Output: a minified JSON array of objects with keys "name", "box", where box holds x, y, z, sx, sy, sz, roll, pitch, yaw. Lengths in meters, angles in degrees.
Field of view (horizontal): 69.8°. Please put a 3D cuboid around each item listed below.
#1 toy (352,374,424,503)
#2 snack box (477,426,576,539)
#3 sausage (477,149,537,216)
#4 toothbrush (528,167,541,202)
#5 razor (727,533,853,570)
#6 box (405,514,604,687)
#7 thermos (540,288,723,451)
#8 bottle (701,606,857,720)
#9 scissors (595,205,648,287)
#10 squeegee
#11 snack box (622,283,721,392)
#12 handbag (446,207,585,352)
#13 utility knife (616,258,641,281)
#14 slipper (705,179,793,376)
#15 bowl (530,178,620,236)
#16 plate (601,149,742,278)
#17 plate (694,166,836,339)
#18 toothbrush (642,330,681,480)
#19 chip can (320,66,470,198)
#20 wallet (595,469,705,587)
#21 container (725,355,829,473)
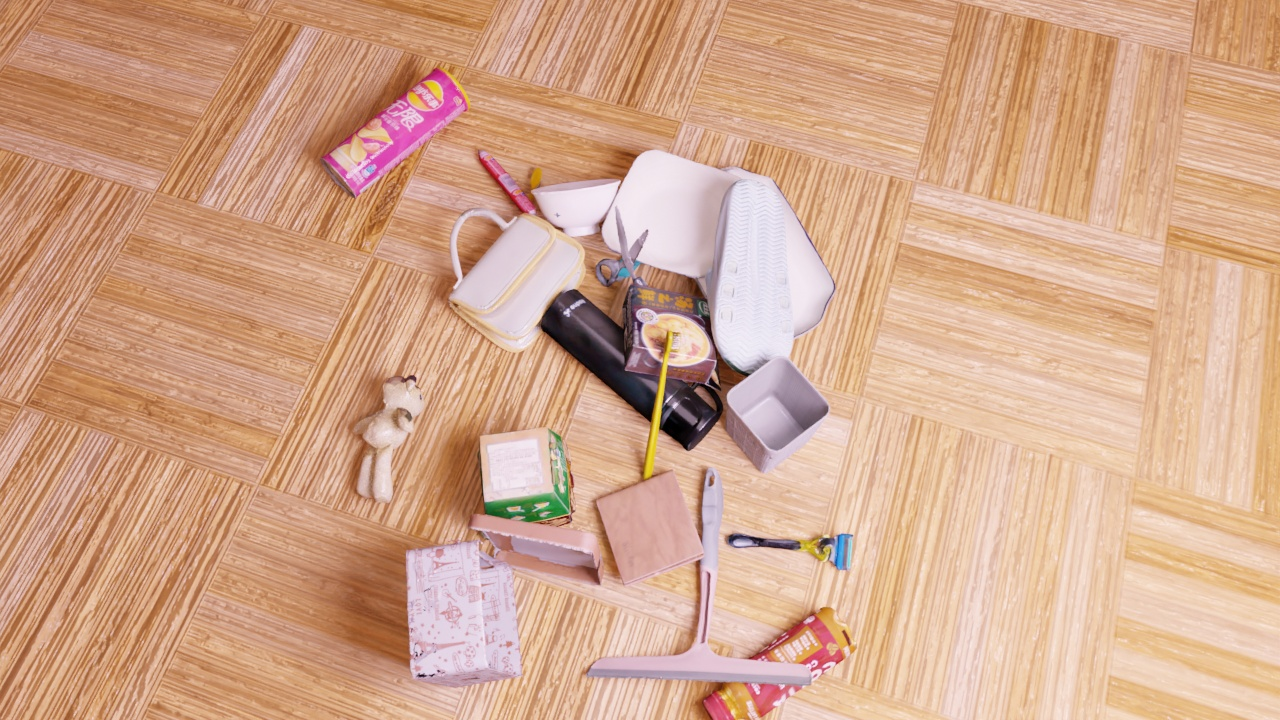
[{"name":"toy","box":[-0.302,0.094,1.107,0.105,0.066,0.157,-8,64,45]},{"name":"snack box","box":[-0.139,0.132,1.057,0.117,0.106,0.118,-8,67,-2]},{"name":"sausage","box":[-0.182,-0.241,1.250,0.020,0.020,0.156,-33,61,-12]},{"name":"toothbrush","box":[-0.158,-0.176,1.236,0.016,0.018,0.191,9,70,7]},{"name":"razor","box":[0.172,0.214,1.061,0.143,0.022,0.042,4,89,9]},{"name":"box","box":[-0.127,0.250,0.970,0.193,0.183,0.156,-8,68,1]},{"name":"thermos","box":[-0.007,0.007,1.133,0.242,0.069,0.089,40,50,14]},{"name":"bottle","box":[0.148,0.336,0.991,0.174,0.057,0.057,-31,70,-11]},{"name":"scissors","box":[-0.015,-0.120,1.135,0.014,0.175,0.160,-46,30,-25]},{"name":"squeegee","box":[0.076,0.241,1.041,0.248,0.040,0.249,-5,59,21]},{"name":"snack box","box":[0.042,-0.028,1.110,0.125,0.053,0.113,9,44,-12]},{"name":"handbag","box":[-0.177,-0.120,1.175,0.179,0.063,0.163,35,71,6]},{"name":"utility knife","box":[0.015,-0.164,1.226,0.029,0.013,0.157,33,72,16]},{"name":"slipper","box":[0.125,-0.099,1.115,0.104,0.074,0.245,7,77,-22]},{"name":"bowl","box":[-0.081,-0.199,1.208,0.118,0.118,0.065,-8,106,-2]},{"name":"plate","box":[0.047,-0.184,1.183,0.164,0.034,0.163,20,70,10]},{"name":"plate","box":[0.141,-0.134,1.199,0.162,0.034,0.265,-24,69,-7]},{"name":"toothbrush","box":[0.024,0.055,1.067,0.016,0.190,0.015,5,22,-11]},{"name":"chip can","box":[-0.337,-0.315,1.267,0.071,0.071,0.210,42,75,17]},{"name":"wallet","box":[0.011,0.192,1.059,0.101,0.020,0.115,-23,56,1]},{"name":"container","box":[0.154,0.069,1.070,0.090,0.114,0.090,-35,71,-13]}]
